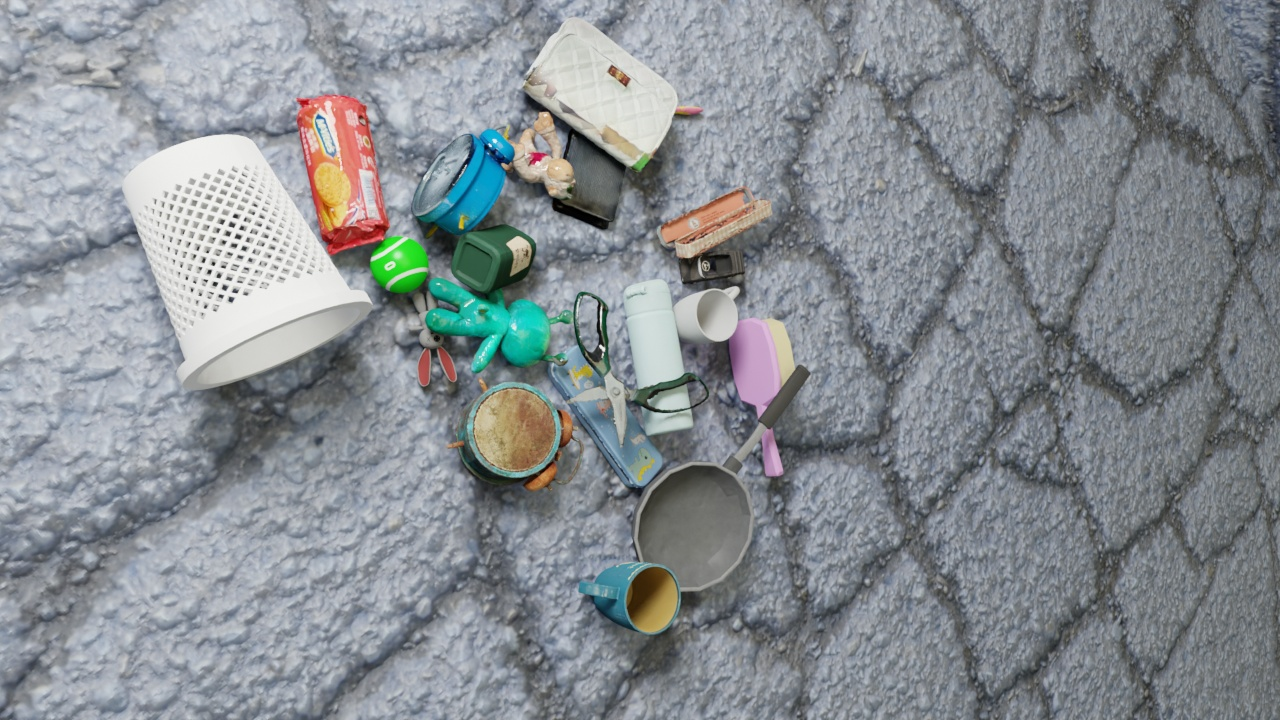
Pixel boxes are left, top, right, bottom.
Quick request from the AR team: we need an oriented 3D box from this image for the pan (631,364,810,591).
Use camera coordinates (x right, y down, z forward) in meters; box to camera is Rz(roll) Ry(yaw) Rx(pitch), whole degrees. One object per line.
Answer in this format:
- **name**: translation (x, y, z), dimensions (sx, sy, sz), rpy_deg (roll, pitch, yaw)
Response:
- **pan**: translation (0.120, 0.150, 1.252), dimensions (0.178, 0.041, 0.357), rpy_deg (42, 80, -22)

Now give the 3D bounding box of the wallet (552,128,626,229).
- **wallet**: translation (-0.067, -0.244, 1.231), dimensions (0.089, 0.026, 0.114), rpy_deg (17, 76, -28)

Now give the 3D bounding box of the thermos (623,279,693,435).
- **thermos**: translation (0.022, -0.006, 1.231), dimensions (0.077, 0.065, 0.206), rpy_deg (2, 77, -62)

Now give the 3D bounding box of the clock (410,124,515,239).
- **clock**: translation (-0.206, -0.220, 1.087), dimensions (0.060, 0.117, 0.161), rpy_deg (36, 70, -32)

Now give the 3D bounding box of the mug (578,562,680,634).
- **mug**: translation (-0.023, 0.292, 1.153), dimensions (0.112, 0.104, 0.084), rpy_deg (16, 75, -28)

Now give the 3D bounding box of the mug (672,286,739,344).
- **mug**: translation (0.090, -0.067, 1.272), dimensions (0.107, 0.090, 0.071), rpy_deg (-43, 107, -28)

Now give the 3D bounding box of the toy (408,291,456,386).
- **toy**: translation (-0.248, -0.027, 1.089), dimensions (0.049, 0.030, 0.111), rpy_deg (-9, 90, -19)

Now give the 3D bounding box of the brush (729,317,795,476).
- **brush**: translation (0.183, 0.051, 1.320), dimensions (0.043, 0.089, 0.228), rpy_deg (-10, 90, -38)

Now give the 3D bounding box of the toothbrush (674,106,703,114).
- **toothbrush**: translation (0.035, -0.356, 1.312), dimensions (0.135, 0.021, 0.016), rpy_deg (-16, 107, -31)

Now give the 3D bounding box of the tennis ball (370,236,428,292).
- **tennis ball**: translation (-0.278, -0.111, 1.058), dimensions (0.065, 0.065, 0.065), rpy_deg (4, 82, -32)

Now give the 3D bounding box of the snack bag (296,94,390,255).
- **snack bag**: translation (-0.332, -0.210, 1.031), dimensions (0.082, 0.082, 0.176), rpy_deg (-12, 91, -33)

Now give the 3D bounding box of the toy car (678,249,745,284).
- **toy car**: translation (0.102, -0.134, 1.303), dimensions (0.092, 0.037, 0.040), rpy_deg (-8, 90, 0)

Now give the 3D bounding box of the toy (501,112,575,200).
- **toy**: translation (-0.124, -0.245, 1.163), dimensions (0.106, 0.074, 0.085), rpy_deg (49, 54, -13)

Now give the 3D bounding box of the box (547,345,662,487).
- **box**: translation (-0.042, 0.075, 1.206), dimensions (0.065, 0.037, 0.209), rpy_deg (-43, 107, -32)

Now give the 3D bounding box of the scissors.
- **scissors**: translation (-0.007, 0.007, 1.171), dimensions (0.201, 0.015, 0.201), rpy_deg (-5, 83, -25)

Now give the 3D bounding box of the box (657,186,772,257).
- **box**: translation (0.109, -0.201, 1.327), dimensions (0.186, 0.085, 0.048), rpy_deg (-31, 134, -33)

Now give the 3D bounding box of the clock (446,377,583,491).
- **clock**: translation (-0.145, 0.096, 1.114), dimensions (0.157, 0.073, 0.121), rpy_deg (28, 70, -15)

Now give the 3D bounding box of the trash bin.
- **trash bin**: translation (-0.404, -0.103, 0.918), dimensions (0.195, 0.196, 0.199), rpy_deg (-27, 89, -32)

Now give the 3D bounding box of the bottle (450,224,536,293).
- **bottle**: translation (-0.167, -0.128, 1.118), dimensions (0.061, 0.061, 0.131), rpy_deg (30, 25, 13)

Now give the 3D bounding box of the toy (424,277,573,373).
- **toy**: translation (-0.168, -0.045, 1.112), dimensions (0.193, 0.073, 0.130), rpy_deg (18, 66, -35)

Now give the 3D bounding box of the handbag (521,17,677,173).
- **handbag**: translation (-0.049, -0.354, 1.213), dimensions (0.195, 0.073, 0.138), rpy_deg (32, 64, -18)
